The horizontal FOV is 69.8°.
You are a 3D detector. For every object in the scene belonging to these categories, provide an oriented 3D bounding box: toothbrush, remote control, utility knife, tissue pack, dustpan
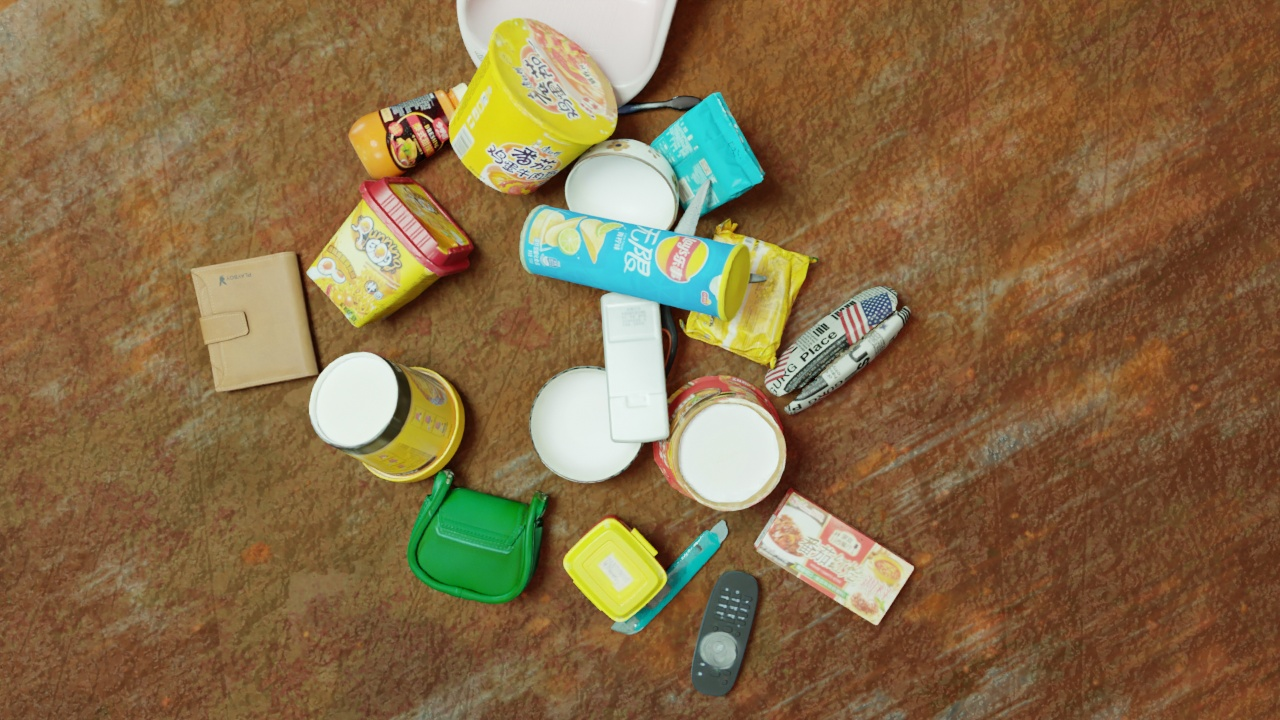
[{"bbox_3d":[-0.031,-0.258,0.948,0.189,0.016,0.014,-5,97,2],"label":"toothbrush"},{"bbox_3d":[-0.005,0.005,0.889,0.058,0.021,0.150,-4,82,5],"label":"remote control"},{"bbox_3d":[0.034,0.232,0.971,0.029,0.013,0.166,43,92,-4],"label":"utility knife"},{"bbox_3d":[0.065,-0.196,0.890,0.050,0.134,0.093,-32,97,-15],"label":"tissue pack"},{"bbox_3d":[-0.062,-0.364,0.846,0.222,0.274,0.138,14,63,2],"label":"dustpan"},{"bbox_3d":[0.089,0.286,0.970,0.053,0.024,0.136,15,94,-3],"label":"remote control"}]

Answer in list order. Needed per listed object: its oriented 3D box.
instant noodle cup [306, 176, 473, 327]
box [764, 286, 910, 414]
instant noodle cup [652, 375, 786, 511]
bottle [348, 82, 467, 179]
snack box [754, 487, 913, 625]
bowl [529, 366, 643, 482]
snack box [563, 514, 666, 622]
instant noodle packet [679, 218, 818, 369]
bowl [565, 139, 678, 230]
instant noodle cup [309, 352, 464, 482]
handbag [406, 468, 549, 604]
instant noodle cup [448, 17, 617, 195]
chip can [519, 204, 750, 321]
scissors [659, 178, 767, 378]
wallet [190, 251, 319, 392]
[{"bbox_3d":[-0.250,-0.104,0.908,0.124,0.116,0.116,-41,93,13],"label":"instant noodle cup"},{"bbox_3d":[0.195,-0.019,0.936,0.163,0.075,0.082,-38,82,4],"label":"box"},{"bbox_3d":[0.085,0.087,0.917,0.138,0.108,0.138,0,93,-1],"label":"instant noodle cup"},{"bbox_3d":[-0.215,-0.238,0.924,0.149,0.067,0.067,-28,93,-6],"label":"bottle"},{"bbox_3d":[0.203,0.206,0.966,0.153,0.025,0.075,32,92,-2],"label":"snack box"},{"bbox_3d":[-0.052,0.062,0.935,0.116,0.066,0.116,0,92,0],"label":"bowl"},{"bbox_3d":[-0.024,0.205,0.936,0.082,0.080,0.091,-43,92,2],"label":"snack box"},{"bbox_3d":[0.110,-0.069,0.942,0.111,0.044,0.128,21,90,0],"label":"instant noodle packet"},{"bbox_3d":[-0.013,-0.176,0.916,0.113,0.114,0.062,20,49,-2],"label":"bowl"},{"bbox_3d":[-0.249,0.052,0.891,0.118,0.114,0.118,-4,73,15],"label":"instant noodle cup"},{"bbox_3d":[-0.166,0.179,0.939,0.131,0.068,0.120,14,92,-2],"label":"handbag"},{"bbox_3d":[-0.107,-0.230,0.865,0.138,0.137,0.110,51,132,-3],"label":"instant noodle cup"},{"bbox_3d":[-0.007,-0.093,0.861,0.210,0.071,0.071,15,93,21],"label":"chip can"},{"bbox_3d":[0.013,-0.081,0.912,0.221,0.021,0.234,24,119,17],"label":"scissors"},{"bbox_3d":[-0.396,-0.040,0.945,0.108,0.031,0.132,-10,92,-2],"label":"wallet"}]
